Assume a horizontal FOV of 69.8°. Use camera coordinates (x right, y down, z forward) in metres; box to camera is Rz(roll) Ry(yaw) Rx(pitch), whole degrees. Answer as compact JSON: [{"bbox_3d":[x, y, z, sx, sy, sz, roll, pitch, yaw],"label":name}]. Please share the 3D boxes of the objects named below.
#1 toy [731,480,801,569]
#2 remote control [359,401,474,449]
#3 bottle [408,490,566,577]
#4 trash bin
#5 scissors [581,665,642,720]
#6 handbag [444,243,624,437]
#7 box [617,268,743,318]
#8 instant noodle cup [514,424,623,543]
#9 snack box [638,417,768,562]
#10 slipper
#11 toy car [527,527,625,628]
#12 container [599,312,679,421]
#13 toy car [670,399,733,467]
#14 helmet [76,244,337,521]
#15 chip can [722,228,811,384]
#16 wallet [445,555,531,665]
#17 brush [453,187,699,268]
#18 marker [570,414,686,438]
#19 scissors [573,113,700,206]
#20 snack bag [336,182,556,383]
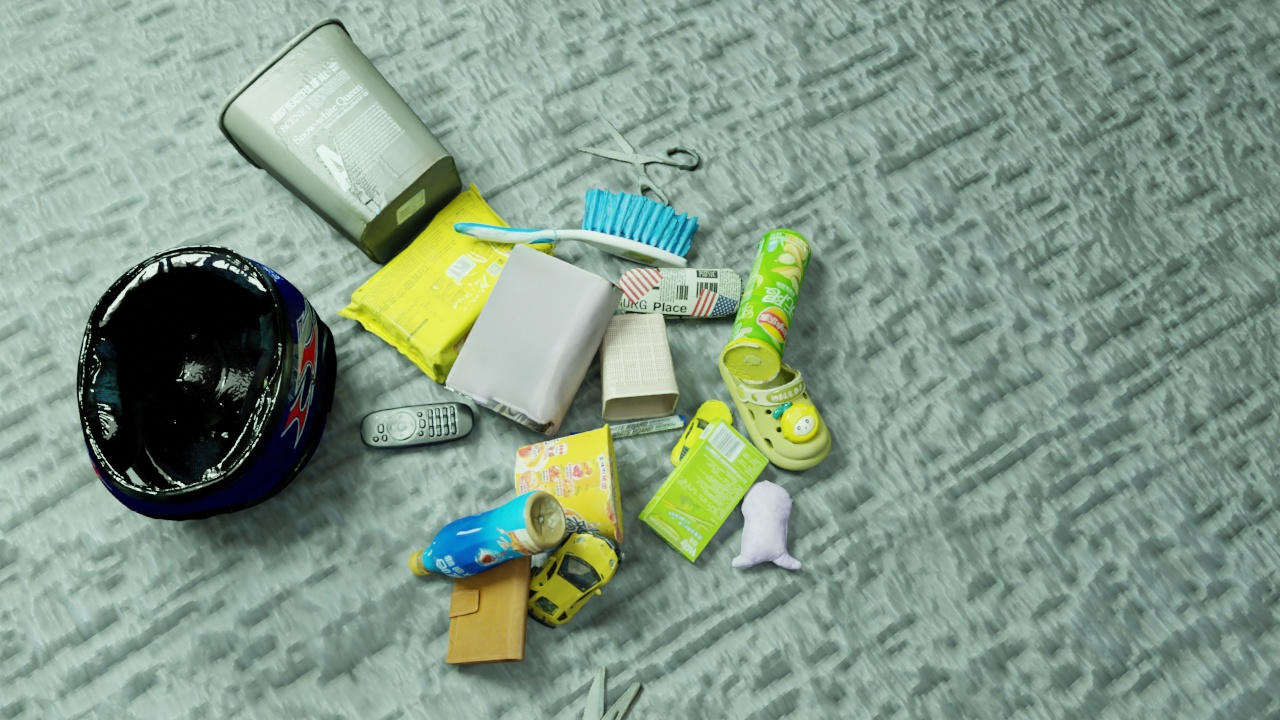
[{"bbox_3d":[0.154,0.198,1.106,0.084,0.039,0.107,6,68,-3],"label":"toy"},{"bbox_3d":[-0.270,0.080,1.116,0.136,0.024,0.053,-6,73,-6],"label":"remote control"},{"bbox_3d":[-0.177,0.198,1.004,0.065,0.219,0.065,29,49,-41],"label":"bottle"},{"bbox_3d":[-0.357,-0.258,1.138,0.220,0.199,0.199,44,81,4],"label":"trash bin"},{"bbox_3d":[-0.061,0.459,1.010,0.189,0.015,0.221,-19,73,-11],"label":"scissors"},{"bbox_3d":[-0.121,-0.022,1.096,0.145,0.098,0.197,23,84,30],"label":"handbag"},{"bbox_3d":[0.052,-0.086,1.173,0.163,0.081,0.074,1,76,-8],"label":"box"},{"bbox_3d":[-0.082,0.147,1.057,0.110,0.138,0.138,-7,72,1],"label":"instant noodle cup"},{"bbox_3d":[0.077,0.154,1.100,0.086,0.026,0.156,42,76,-13],"label":"snack box"},{"bbox_3d":[0.165,0.047,1.138,0.091,0.082,0.190,-28,73,-11],"label":"slipper"},{"bbox_3d":[-0.080,0.242,1.021,0.071,0.156,0.041,38,35,-5],"label":"toy car"},{"bbox_3d":[-0.007,0.007,1.132,0.090,0.090,0.110,-4,69,-7],"label":"container"},{"bbox_3d":[0.078,0.094,1.139,0.048,0.032,0.105,31,70,6],"label":"toy car"},{"bbox_3d":[-0.455,0.045,0.992,0.247,0.241,0.315,-7,61,-9],"label":"helmet"},{"bbox_3d":[0.162,-0.074,1.152,0.072,0.073,0.220,20,52,2],"label":"chip can"},{"bbox_3d":[-0.170,0.272,1.030,0.108,0.031,0.131,-14,61,30],"label":"wallet"},{"bbox_3d":[-0.074,-0.171,1.170,0.314,0.061,0.109,15,79,-19],"label":"brush"},{"bbox_3d":[-0.015,0.086,1.141,0.145,0.017,0.017,-9,72,-8],"label":"marker"},{"bbox_3d":[-0.001,-0.279,1.270,0.159,0.014,0.181,-19,73,-11],"label":"scissors"},{"bbox_3d":[-0.238,-0.100,1.159,0.158,0.068,0.246,38,71,8],"label":"snack bag"}]
